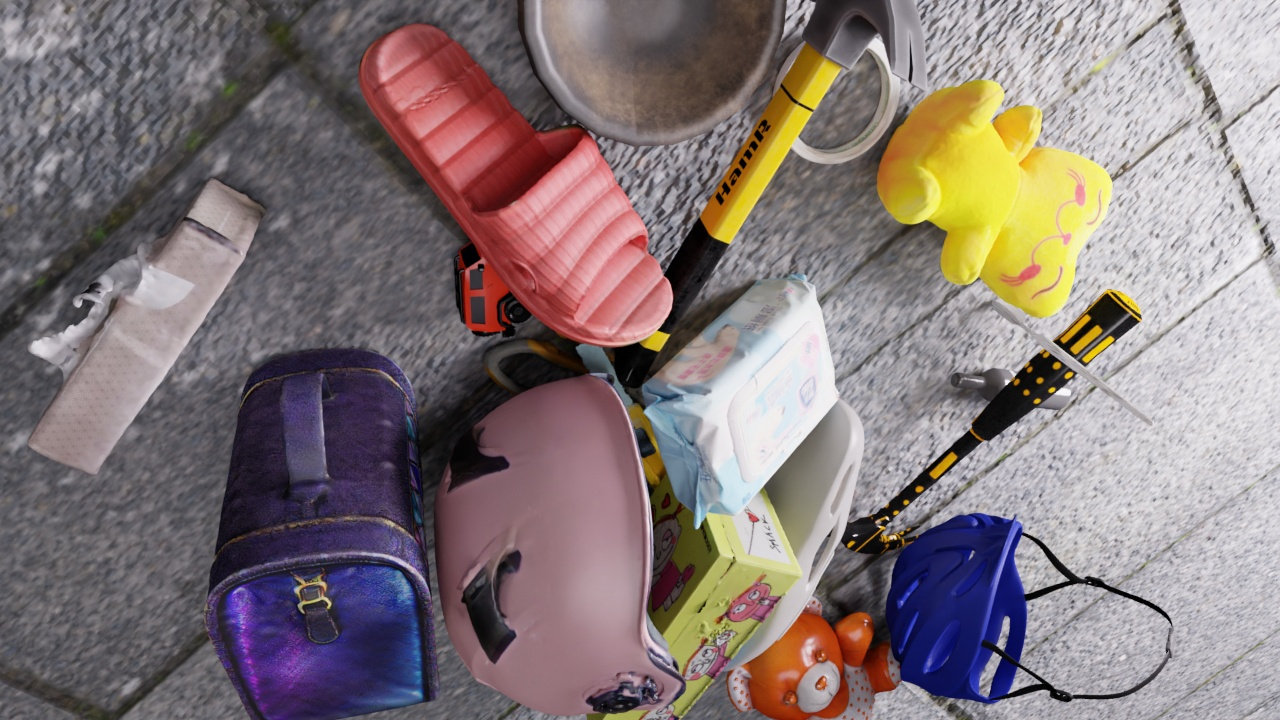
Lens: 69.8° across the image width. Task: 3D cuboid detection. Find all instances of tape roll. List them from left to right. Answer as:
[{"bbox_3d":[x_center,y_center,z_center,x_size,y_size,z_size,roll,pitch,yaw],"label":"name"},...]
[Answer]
[{"bbox_3d":[0.139,-0.186,0.651,0.093,0.013,0.093,-6,119,-12],"label":"tape roll"}]

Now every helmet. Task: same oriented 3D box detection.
[{"bbox_3d":[-0.062,0.125,0.623,0.152,0.229,0.256,-5,156,-11],"label":"helmet"},{"bbox_3d":[0.334,0.238,0.816,0.147,0.228,0.242,-49,145,-38],"label":"helmet"}]

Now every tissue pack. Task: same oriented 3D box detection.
[{"bbox_3d":[-0.309,-0.026,0.562,0.071,0.103,0.181,38,104,-27],"label":"tissue pack"},{"bbox_3d":[0.077,0.027,0.675,0.181,0.070,0.112,-43,131,-36],"label":"tissue pack"}]

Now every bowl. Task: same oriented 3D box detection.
[{"bbox_3d":[0.002,-0.219,0.561,0.162,0.070,0.162,-7,119,-12],"label":"bowl"}]

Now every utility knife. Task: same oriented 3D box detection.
[{"bbox_3d":[-0.001,0.063,0.736,0.030,0.019,0.219,-29,125,0],"label":"utility knife"}]

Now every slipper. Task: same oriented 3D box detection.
[{"bbox_3d":[-0.065,-0.108,0.565,0.249,0.059,0.103,46,56,-16],"label":"slipper"},{"bbox_3d":[0.129,0.154,0.789,0.080,0.113,0.266,14,108,-34],"label":"slipper"}]

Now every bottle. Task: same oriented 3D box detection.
[{"bbox_3d":[0.322,0.023,0.805,0.113,0.030,0.030,7,115,-19],"label":"bottle"}]

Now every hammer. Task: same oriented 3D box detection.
[{"bbox_3d":[0.066,-0.109,0.603,0.034,0.169,0.325,17,121,-27],"label":"hammer"},{"bbox_3d":[0.292,0.063,0.787,0.123,0.036,0.321,21,121,-36],"label":"hammer"}]

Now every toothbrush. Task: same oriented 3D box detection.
[{"bbox_3d":[0.330,-0.003,0.705,0.010,0.181,0.010,-15,125,-11],"label":"toothbrush"}]

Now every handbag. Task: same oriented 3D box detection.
[{"bbox_3d":[-0.205,0.107,0.608,0.125,0.204,0.222,-6,125,-12],"label":"handbag"}]

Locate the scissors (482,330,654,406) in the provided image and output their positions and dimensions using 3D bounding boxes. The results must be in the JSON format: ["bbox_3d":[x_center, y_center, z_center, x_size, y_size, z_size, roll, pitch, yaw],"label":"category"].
[{"bbox_3d":[-0.003,0.005,0.713,0.227,0.016,0.134,19,111,-24],"label":"scissors"}]

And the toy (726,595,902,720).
[{"bbox_3d":[0.170,0.311,0.882,0.172,0.093,0.163,44,78,-26],"label":"toy"}]

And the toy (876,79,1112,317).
[{"bbox_3d":[0.258,-0.115,0.682,0.193,0.087,0.134,21,93,-28],"label":"toy"}]

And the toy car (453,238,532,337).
[{"bbox_3d":[-0.102,-0.065,0.627,0.048,0.051,0.100,-6,119,-15],"label":"toy car"}]

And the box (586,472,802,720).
[{"bbox_3d":[0.025,0.197,0.751,0.082,0.124,0.221,19,121,-26],"label":"box"}]
